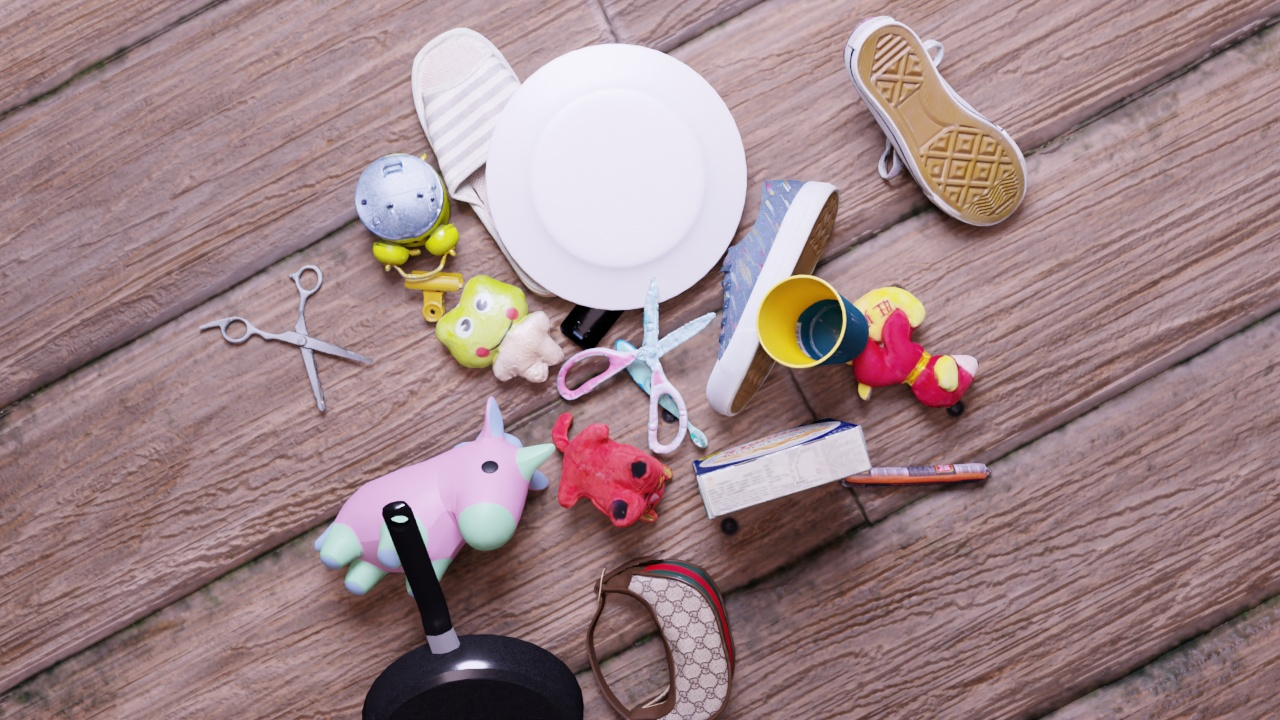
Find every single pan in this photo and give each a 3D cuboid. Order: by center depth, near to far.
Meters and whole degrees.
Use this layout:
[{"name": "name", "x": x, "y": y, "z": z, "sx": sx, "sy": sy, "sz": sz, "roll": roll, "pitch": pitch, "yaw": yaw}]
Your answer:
[{"name": "pan", "x": -0.165, "y": 0.275, "z": 0.807, "sx": 0.204, "sy": 0.044, "sz": 0.356, "roll": -12, "pitch": 119, "yaw": -2}]

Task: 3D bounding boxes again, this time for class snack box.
[{"name": "snack box", "x": 0.121, "y": 0.094, "z": 0.828, "sx": 0.144, "sy": 0.145, "sz": 0.042, "roll": -18, "pitch": 89, "yaw": 1}]

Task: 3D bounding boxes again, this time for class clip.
[{"name": "clip", "x": -0.200, "y": -0.064, "z": 0.885, "sx": 0.054, "sy": 0.045, "sz": 0.048, "roll": 4, "pitch": 66, "yaw": -2}]

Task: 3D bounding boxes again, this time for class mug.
[{"name": "mug", "x": 0.160, "y": -0.029, "z": 0.816, "sx": 0.078, "sy": 0.121, "sz": 0.078, "roll": -2, "pitch": 86, "yaw": 27}]

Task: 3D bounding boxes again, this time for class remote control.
[{"name": "remote control", "x": -0.019, "y": -0.076, "z": 0.882, "sx": 0.041, "sy": 0.020, "sz": 0.152, "roll": 39, "pitch": 98, "yaw": 0}]

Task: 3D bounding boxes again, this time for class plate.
[{"name": "plate", "x": -0.021, "y": -0.166, "z": 0.846, "sx": 0.242, "sy": 0.016, "sz": 0.242, "roll": -1, "pitch": 99, "yaw": -4}]

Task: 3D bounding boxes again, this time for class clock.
[{"name": "clock", "x": -0.219, "y": -0.135, "z": 0.865, "sx": 0.083, "sy": 0.057, "sz": 0.119, "roll": -14, "pitch": 86, "yaw": -2}]

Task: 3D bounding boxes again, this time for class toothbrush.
[{"name": "toothbrush", "x": 0.020, "y": 0.033, "z": 0.891, "sx": 0.022, "sy": 0.017, "sz": 0.135, "roll": -40, "pitch": 91, "yaw": 12}]

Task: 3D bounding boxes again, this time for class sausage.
[{"name": "sausage", "x": 0.265, "y": 0.112, "z": 0.891, "sx": 0.155, "sy": 0.020, "sz": 0.020, "roll": -2, "pitch": 91, "yaw": 0}]

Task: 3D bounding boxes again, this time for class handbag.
[{"name": "handbag", "x": 0.015, "y": 0.268, "z": 0.878, "sx": 0.138, "sy": 0.063, "sz": 0.166, "roll": -13, "pitch": 92, "yaw": 10}]

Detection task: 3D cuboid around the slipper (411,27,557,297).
[{"name": "slipper", "x": -0.130, "y": -0.187, "z": 0.873, "sx": 0.114, "sy": 0.054, "sz": 0.272, "roll": -27, "pitch": 92, "yaw": 5}]

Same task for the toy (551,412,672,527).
[{"name": "toy", "x": -0.033, "y": 0.105, "z": 0.879, "sx": 0.133, "sy": 0.094, "sz": 0.088, "roll": 36, "pitch": 100, "yaw": 27}]

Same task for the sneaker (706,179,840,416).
[{"name": "sneaker", "x": 0.105, "y": -0.065, "z": 0.861, "sx": 0.079, "sy": 0.087, "sz": 0.235, "roll": 25, "pitch": 93, "yaw": 24}]

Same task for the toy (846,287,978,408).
[{"name": "toy", "x": 0.245, "y": -0.004, "z": 0.870, "sx": 0.137, "sy": 0.067, "sz": 0.105, "roll": 40, "pitch": 98, "yaw": 8}]

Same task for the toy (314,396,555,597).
[{"name": "toy", "x": -0.195, "y": 0.132, "z": 0.851, "sx": 0.223, "sy": 0.170, "sz": 0.120, "roll": -6, "pitch": 130, "yaw": 29}]

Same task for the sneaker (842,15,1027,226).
[{"name": "sneaker", "x": 0.265, "y": -0.221, "z": 0.852, "sx": 0.118, "sy": 0.087, "sz": 0.241, "roll": -43, "pitch": 115, "yaw": 12}]

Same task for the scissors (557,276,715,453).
[{"name": "scissors", "x": 0.009, "y": 0.015, "z": 0.875, "sx": 0.171, "sy": 0.014, "sz": 0.168, "roll": -31, "pitch": 95, "yaw": 14}]

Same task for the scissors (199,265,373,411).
[{"name": "scissors", "x": -0.344, "y": -0.024, "z": 0.894, "sx": 0.175, "sy": 0.014, "sz": 0.141, "roll": 4, "pitch": 88, "yaw": 1}]

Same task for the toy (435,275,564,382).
[{"name": "toy", "x": -0.131, "y": -0.023, "z": 0.878, "sx": 0.118, "sy": 0.043, "sz": 0.092, "roll": 36, "pitch": 90, "yaw": -2}]
